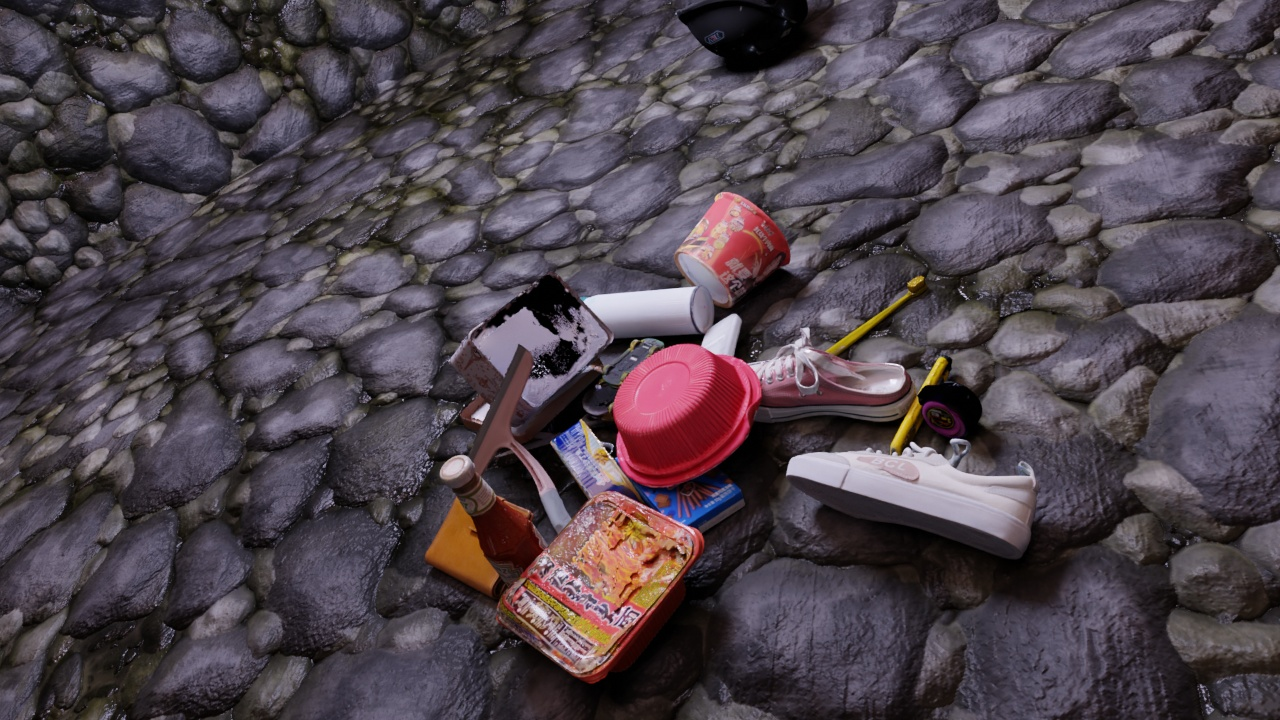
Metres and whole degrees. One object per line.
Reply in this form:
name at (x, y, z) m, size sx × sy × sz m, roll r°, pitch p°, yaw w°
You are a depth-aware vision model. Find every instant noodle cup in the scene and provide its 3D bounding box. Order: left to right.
instant noodle cup at (-0.034, 0.233, 0.935) m, size 0.165 × 0.079 × 0.188 m, roll 20°, pitch 58°, yaw 44°
instant noodle cup at (0.040, 0.048, 1.050) m, size 0.194 × 0.066 × 0.193 m, roll -24°, pitch 36°, yaw 19°
instant noodle cup at (0.122, -0.145, 1.268) m, size 0.108 × 0.138 × 0.138 m, roll -46°, pitch 40°, yaw -12°

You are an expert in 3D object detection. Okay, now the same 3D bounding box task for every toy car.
toy car at (-0.007, 0.007, 1.160) m, size 0.091 × 0.036 × 0.043 m, roll -39°, pitch 40°, yaw -28°
toy car at (0.001, 0.037, 1.183) m, size 0.158 × 0.042 × 0.070 m, roll -20°, pitch 34°, yaw -5°

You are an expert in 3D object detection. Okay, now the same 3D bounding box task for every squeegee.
squeegee at (-0.117, 0.154, 1.080) m, size 0.040 × 0.248 × 0.249 m, roll -1°, pitch 41°, yaw -43°

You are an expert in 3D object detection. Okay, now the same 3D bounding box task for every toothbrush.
toothbrush at (-0.117, 0.086, 1.225) m, size 0.017 × 0.014 × 0.188 m, roll 2°, pitch 44°, yaw 23°
toothbrush at (0.282, -0.047, 1.135) m, size 0.190 × 0.016 × 0.016 m, roll -35°, pitch 36°, yaw -12°

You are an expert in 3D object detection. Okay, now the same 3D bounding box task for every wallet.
wallet at (-0.186, 0.206, 1.086) m, size 0.131 × 0.035 × 0.119 m, roll 12°, pitch 75°, yaw 42°

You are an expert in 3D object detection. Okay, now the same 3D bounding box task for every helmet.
helmet at (0.205, -0.714, 1.826) m, size 0.274 × 0.230 × 0.234 m, roll -45°, pitch 25°, yaw -25°

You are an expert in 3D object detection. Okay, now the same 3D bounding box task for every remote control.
remote control at (0.099, -0.013, 1.177) m, size 0.056 × 0.020 × 0.135 m, roll -34°, pitch 18°, yaw 29°

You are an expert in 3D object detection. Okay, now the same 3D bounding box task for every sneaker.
sneaker at (0.191, 0.016, 1.050) m, size 0.242 × 0.088 × 0.118 m, roll 1°, pitch 44°, yaw 39°
sneaker at (0.259, 0.112, 0.888) m, size 0.243 × 0.089 × 0.090 m, roll 12°, pitch 66°, yaw 36°

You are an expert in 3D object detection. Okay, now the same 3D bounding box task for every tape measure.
tape measure at (0.325, 0.050, 0.955) m, size 0.039 × 0.058 × 0.057 m, roll -42°, pitch 19°, yaw -27°

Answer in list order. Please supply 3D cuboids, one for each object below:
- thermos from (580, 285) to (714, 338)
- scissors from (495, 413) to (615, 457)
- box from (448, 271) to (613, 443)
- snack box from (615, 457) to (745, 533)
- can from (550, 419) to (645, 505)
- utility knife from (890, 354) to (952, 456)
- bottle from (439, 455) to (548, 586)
thermos at (-0.009, -0.065, 1.301) m, size 0.225 × 0.073 × 0.073 m, roll -2°, pitch 43°, yaw 31°
scissors at (-0.099, 0.098, 1.184) m, size 0.159 × 0.014 × 0.175 m, roll -36°, pitch 43°, yaw -21°
box at (-0.153, 0.012, 1.238) m, size 0.182 × 0.153 × 0.182 m, roll -43°, pitch 2°, yaw -38°
snack box at (0.042, 0.137, 1.047) m, size 0.084 × 0.026 × 0.157 m, roll -30°, pitch 36°, yaw -13°
can at (-0.052, 0.132, 1.073) m, size 0.049 × 0.075 × 0.148 m, roll -34°, pitch 45°, yaw -8°
utility knife at (0.302, 0.055, 0.988) m, size 0.015 × 0.033 × 0.164 m, roll 15°, pitch 57°, yaw 37°
bottle at (-0.147, 0.178, 0.966) m, size 0.060 × 0.206 × 0.059 m, roll -17°, pitch 38°, yaw 13°
